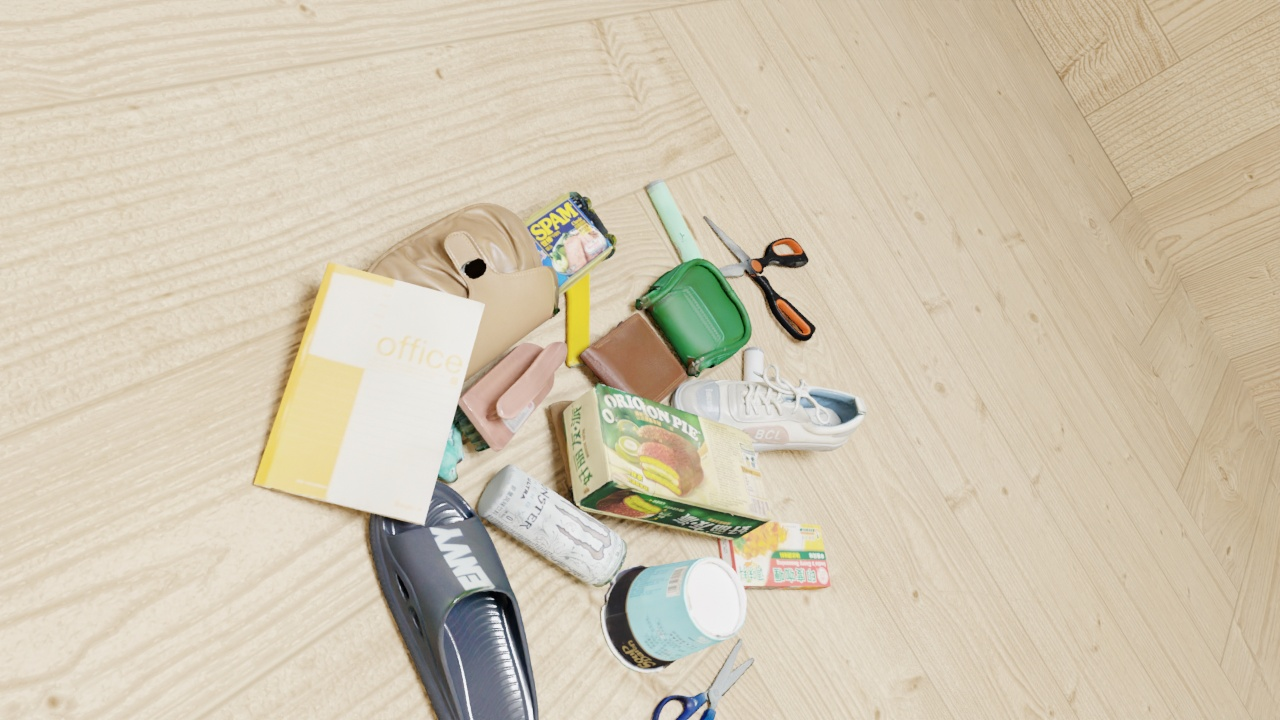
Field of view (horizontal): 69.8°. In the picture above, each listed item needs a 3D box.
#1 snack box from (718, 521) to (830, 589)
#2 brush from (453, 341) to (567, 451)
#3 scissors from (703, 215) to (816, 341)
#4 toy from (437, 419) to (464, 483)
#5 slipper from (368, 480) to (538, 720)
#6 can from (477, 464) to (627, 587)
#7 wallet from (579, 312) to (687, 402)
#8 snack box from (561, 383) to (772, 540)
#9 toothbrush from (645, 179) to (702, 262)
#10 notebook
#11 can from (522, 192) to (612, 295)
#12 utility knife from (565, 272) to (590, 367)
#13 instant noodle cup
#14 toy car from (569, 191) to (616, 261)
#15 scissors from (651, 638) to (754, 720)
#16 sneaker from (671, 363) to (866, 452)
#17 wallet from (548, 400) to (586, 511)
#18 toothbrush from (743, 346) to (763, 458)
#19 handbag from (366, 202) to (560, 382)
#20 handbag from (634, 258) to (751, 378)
[{"bbox_3d":[0.159,0.231,1.087,0.155,0.027,0.077,11,63,-37],"label":"snack box"},{"bbox_3d":[-0.123,0.027,0.910,0.063,0.073,0.145,55,35,-12],"label":"brush"},{"bbox_3d":[0.173,-0.119,1.290,0.233,0.022,0.221,-26,81,-45],"label":"scissors"},{"bbox_3d":[-0.200,0.073,0.863,0.092,0.030,0.096,46,39,-19],"label":"toy"},{"bbox_3d":[-0.144,0.221,0.797,0.110,0.084,0.268,-14,79,-46],"label":"slipper"},{"bbox_3d":[-0.085,0.162,0.893,0.146,0.058,0.058,37,49,-20],"label":"can"},{"bbox_3d":[-0.006,0.006,1.050,0.101,0.032,0.124,52,35,-1],"label":"wallet"},{"bbox_3d":[0.032,0.112,0.971,0.239,0.063,0.114,19,47,-39],"label":"snack box"},{"bbox_3d":[0.066,-0.135,1.200,0.027,0.026,0.224,-26,85,-6],"label":"toothbrush"},{"bbox_3d":[-0.231,0.026,0.800,0.146,0.010,0.206,15,73,-8],"label":"notebook"},{"bbox_3d":[-0.092,-0.126,1.025,0.083,0.057,0.101,48,54,-2],"label":"can"},{"bbox_3d":[-0.074,-0.060,1.049,0.033,0.015,0.153,13,61,-27],"label":"utility knife"},{"bbox_3d":[0.040,0.247,0.911,0.111,0.121,0.111,19,57,-33],"label":"instant noodle cup"},{"bbox_3d":[-0.066,-0.156,1.089,0.091,0.036,0.043,54,44,-4],"label":"toy car"},{"bbox_3d":[0.077,0.364,0.960,0.170,0.012,0.140,6,63,-40],"label":"scissors"},{"bbox_3d":[0.159,0.059,1.098,0.242,0.091,0.089,7,59,-18],"label":"sneaker"},{"bbox_3d":[-0.050,0.099,0.976,0.090,0.033,0.115,0,68,-44],"label":"wallet"},{"bbox_3d":[0.141,0.082,1.151,0.026,0.027,0.220,1,60,6],"label":"toothbrush"},{"bbox_3d":[-0.175,-0.068,0.904,0.148,0.100,0.203,51,51,-3],"label":"handbag"},{"bbox_3d":[0.065,-0.052,1.125,0.131,0.068,0.119,54,45,-4],"label":"handbag"}]
